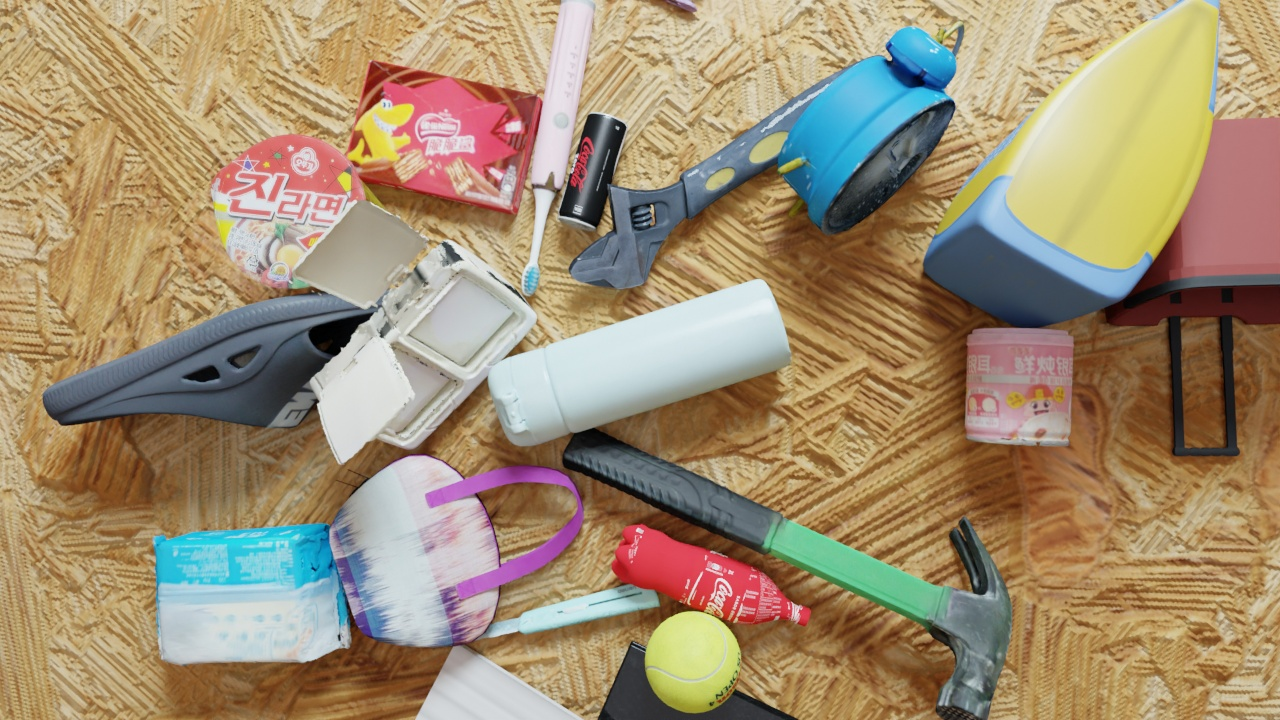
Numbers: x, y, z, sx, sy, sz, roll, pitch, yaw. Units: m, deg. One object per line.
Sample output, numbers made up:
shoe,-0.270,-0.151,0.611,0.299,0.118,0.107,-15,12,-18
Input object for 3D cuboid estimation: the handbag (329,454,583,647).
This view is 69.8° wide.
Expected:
handbag,-0.124,0.125,0.656,0.170,0.068,0.144,-19,87,-3

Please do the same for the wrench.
wrench,0.064,-0.136,0.657,0.273,0.022,0.073,-33,115,-1

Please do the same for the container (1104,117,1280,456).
container,0.386,-0.043,0.589,0.148,0.127,0.200,-1,81,5

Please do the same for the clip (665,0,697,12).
clip,0.022,-0.275,0.680,0.052,0.013,0.036,20,88,8

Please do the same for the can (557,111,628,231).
can,-0.035,-0.137,0.669,0.031,0.031,0.080,17,89,5

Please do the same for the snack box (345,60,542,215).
snack box,-0.147,-0.166,0.685,0.133,0.021,0.089,13,89,5

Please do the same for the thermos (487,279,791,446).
thermos,-0.004,0.004,0.640,0.207,0.078,0.065,-18,103,2

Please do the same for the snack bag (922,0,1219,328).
snack bag,0.282,-0.132,0.579,0.102,0.159,0.205,31,89,6

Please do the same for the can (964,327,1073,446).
can,0.255,0.018,0.620,0.067,0.067,0.076,2,89,5

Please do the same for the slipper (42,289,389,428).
slipper,-0.288,0.016,0.649,0.268,0.110,0.083,-18,89,7

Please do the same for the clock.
clock,0.161,-0.157,0.615,0.161,0.117,0.060,-43,73,1

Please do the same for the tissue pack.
tissue pack,-0.279,0.168,0.663,0.144,0.061,0.093,-4,89,7

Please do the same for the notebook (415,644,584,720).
notebook,-0.122,0.332,0.660,0.142,0.009,0.210,28,90,13

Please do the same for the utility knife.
utility knife,-0.064,0.187,0.667,0.158,0.015,0.022,-15,48,5

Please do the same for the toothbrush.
toothbrush,-0.064,-0.157,0.675,0.027,0.026,0.222,10,88,-15

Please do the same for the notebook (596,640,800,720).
notebook,0.024,0.342,0.652,0.169,0.019,0.231,24,90,7

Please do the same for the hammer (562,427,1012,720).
hammer,0.094,0.120,0.629,0.319,0.032,0.130,23,58,12

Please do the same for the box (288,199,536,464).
box,-0.149,-0.001,0.595,0.145,0.186,0.101,-47,66,6

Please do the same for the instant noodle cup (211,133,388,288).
instant noodle cup,-0.219,-0.093,0.643,0.100,0.112,0.100,0,87,5

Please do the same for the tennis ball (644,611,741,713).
tennis ball,0.036,0.204,0.621,0.065,0.065,0.065,0,87,5

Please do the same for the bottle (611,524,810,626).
bottle,0.050,0.156,0.644,0.141,0.042,0.042,19,89,5
